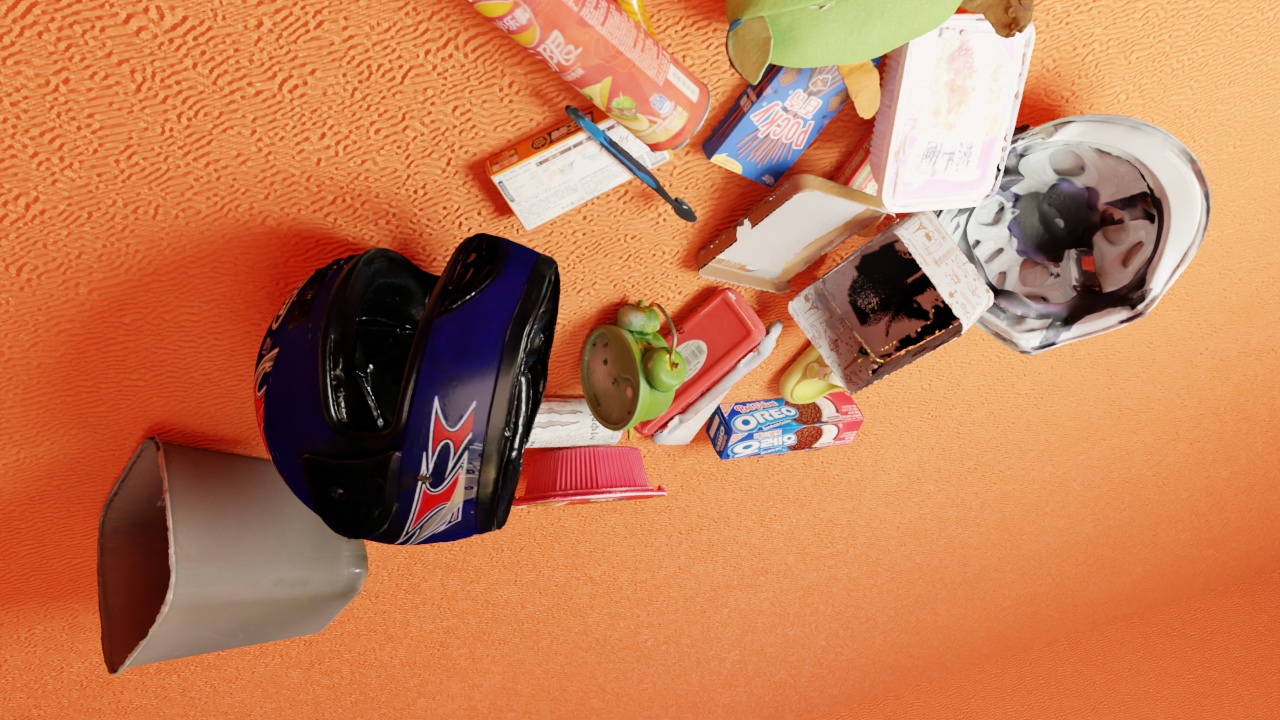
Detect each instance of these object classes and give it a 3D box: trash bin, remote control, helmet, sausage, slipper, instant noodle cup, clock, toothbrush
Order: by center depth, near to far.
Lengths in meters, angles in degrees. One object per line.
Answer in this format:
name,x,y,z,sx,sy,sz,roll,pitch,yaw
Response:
sausage,0.011,-0.245,0.761,0.021,0.021,0.165,-25,143,5
helmet,-0.210,0.017,0.806,0.240,0.246,0.316,14,134,-2
toothbrush,-0.005,-0.172,0.812,0.014,0.016,0.189,-30,141,25
instant noodle cup,0.273,-0.229,0.839,0.137,0.060,0.174,-7,120,-20
helmet,0.442,-0.145,0.960,0.259,0.229,0.145,-42,-179,33
trash bin,-0.436,0.206,0.987,0.219,0.198,0.200,10,136,-45
clock,-0.006,0.006,0.993,0.056,0.116,0.162,-8,146,-35
instant noodle cup,-0.066,0.143,1.130,0.194,0.065,0.194,-5,171,-1
slipper,0.256,0.007,1.148,0.091,0.081,0.191,11,136,-39
remote control,0.066,0.060,1.171,0.056,0.019,0.135,5,136,-31

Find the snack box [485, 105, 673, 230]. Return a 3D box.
snack box,-0.052,-0.178,0.812,0.154,0.026,0.075,-25,142,6

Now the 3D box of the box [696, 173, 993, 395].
box,0.213,-0.091,0.957,0.272,0.130,0.180,33,143,-16

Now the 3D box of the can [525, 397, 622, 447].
can,-0.096,0.072,1.077,0.146,0.058,0.058,1,138,-27

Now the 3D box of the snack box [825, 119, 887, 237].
snack box,0.245,-0.194,0.933,0.075,0.025,0.153,6,135,-31

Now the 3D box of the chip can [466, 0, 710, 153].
chip can,-0.040,-0.240,0.683,0.073,0.073,0.216,-40,132,24

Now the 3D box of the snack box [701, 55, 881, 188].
snack box,0.135,-0.232,0.832,0.084,0.026,0.157,14,131,-36

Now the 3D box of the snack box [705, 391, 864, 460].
snack box,0.195,0.088,1.237,0.207,0.057,0.058,-4,137,-20

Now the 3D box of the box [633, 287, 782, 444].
box,0.071,0.007,1.069,0.202,0.095,0.101,-43,165,24

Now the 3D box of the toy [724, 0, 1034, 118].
toy,0.176,-0.299,0.713,0.247,0.090,0.227,-16,117,0

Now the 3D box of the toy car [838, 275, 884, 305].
toy car,0.284,-0.091,1.074,0.120,0.036,0.054,-9,143,0
